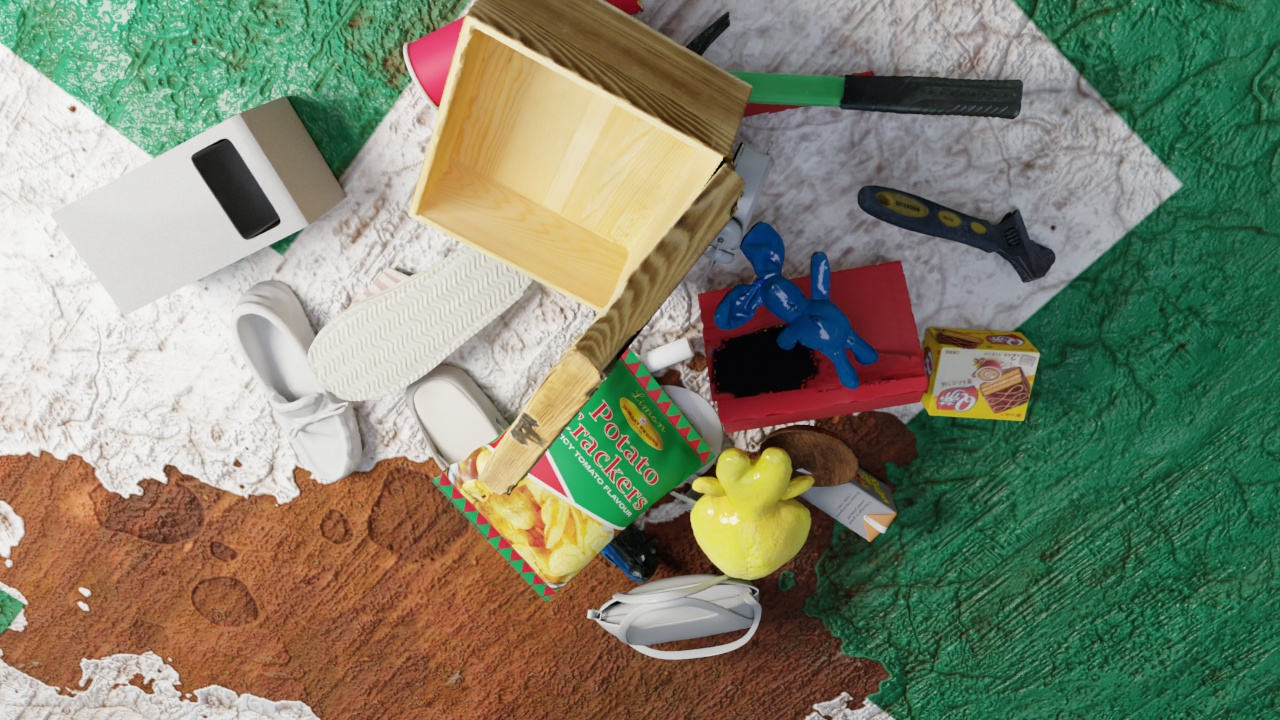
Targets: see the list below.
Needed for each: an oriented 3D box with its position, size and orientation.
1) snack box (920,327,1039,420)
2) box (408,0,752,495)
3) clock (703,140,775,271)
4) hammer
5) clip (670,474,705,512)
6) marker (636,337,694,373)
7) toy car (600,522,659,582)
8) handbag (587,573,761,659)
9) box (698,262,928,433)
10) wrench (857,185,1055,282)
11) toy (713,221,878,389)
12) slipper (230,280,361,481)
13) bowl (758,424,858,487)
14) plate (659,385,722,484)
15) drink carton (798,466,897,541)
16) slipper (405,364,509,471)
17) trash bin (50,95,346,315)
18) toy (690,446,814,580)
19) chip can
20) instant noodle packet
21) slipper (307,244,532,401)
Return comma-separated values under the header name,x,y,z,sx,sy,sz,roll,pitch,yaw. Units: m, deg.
name,x,y,z,sx,sy,sz,roll,pitch,yaw
snack box,0.362,0.014,0.994,0.106,0.061,0.084,3,114,2
box,-0.072,-0.082,0.778,0.286,0.333,0.280,25,146,-10
clock,0.086,-0.138,0.837,0.035,0.094,0.122,21,77,3
hammer,0.186,-0.251,0.854,0.319,0.032,0.130,6,88,9
clip,0.074,0.167,1.089,0.102,0.058,0.052,27,97,-17
marker,-0.006,0.006,1.029,0.133,0.023,0.027,-21,90,12
toy car,-0.026,0.216,1.112,0.120,0.056,0.044,48,130,-11
handbag,0.033,0.293,1.058,0.216,0.223,0.095,-12,70,9
box,0.179,-0.007,0.981,0.214,0.164,0.153,-9,158,6
wrench,0.315,-0.128,0.896,0.273,0.022,0.073,9,74,-31
toy,0.143,-0.040,0.852,0.176,0.071,0.112,42,86,4
slipper,-0.387,0.032,1.039,0.112,0.074,0.247,-5,117,22
bowl,0.180,0.095,0.977,0.102,0.026,0.114,-3,141,25
plate,0.028,0.092,1.073,0.134,0.011,0.135,1,115,2
drink carton,0.228,0.145,1.056,0.125,0.076,0.049,34,111,-8
slipper,-0.178,0.126,1.061,0.113,0.080,0.266,-29,110,11
trash bin,-0.438,-0.157,0.925,0.229,0.114,0.114,-23,111,12
toy,0.121,0.167,1.005,0.134,0.092,0.208,2,127,6
chip can,-0.109,-0.313,0.864,0.221,0.069,0.069,-22,112,12
instant noodle packet,-0.067,0.119,1.011,0.252,0.090,0.195,-40,109,-5
slipper,-0.239,-0.053,0.999,0.263,0.052,0.115,-31,107,4
